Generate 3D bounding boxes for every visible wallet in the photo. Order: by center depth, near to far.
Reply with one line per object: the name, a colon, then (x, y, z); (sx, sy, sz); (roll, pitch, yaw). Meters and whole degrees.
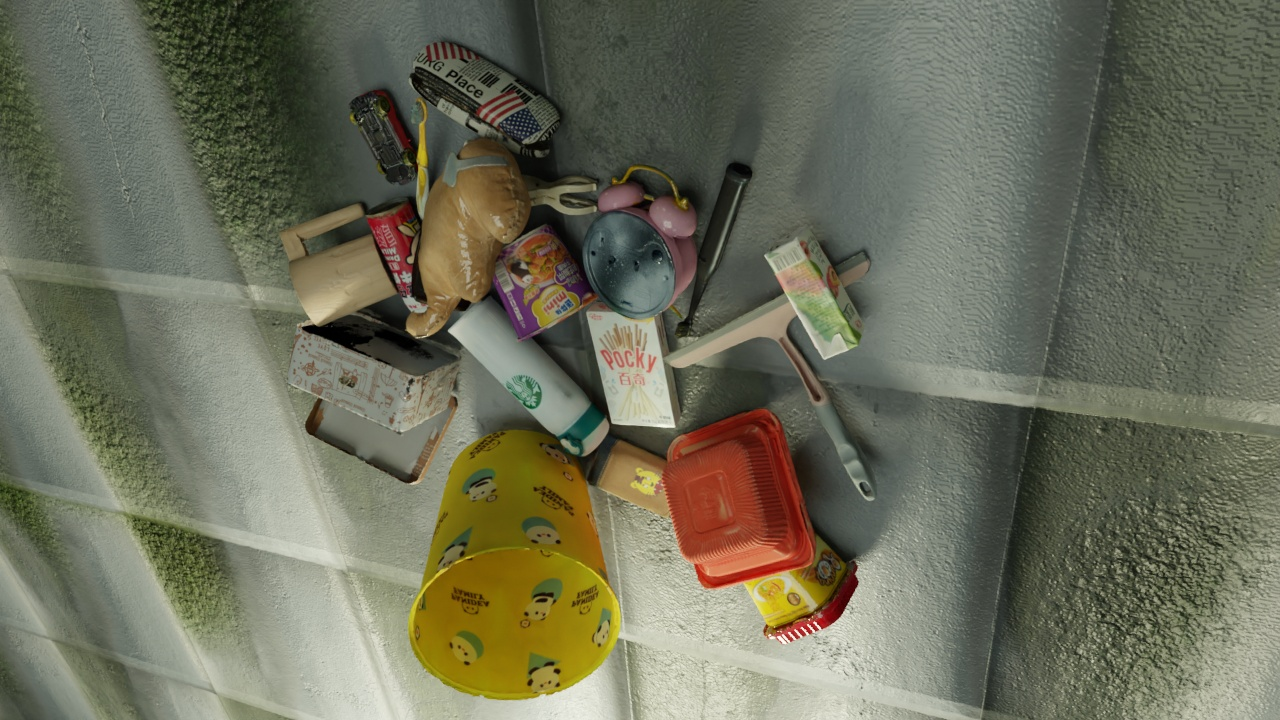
wallet: (-0.005, 0.148, 1.159); (0.115, 0.033, 0.090); (23, 127, 5)

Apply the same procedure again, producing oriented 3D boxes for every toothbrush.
toothbrush: (0.071, -0.106, 0.957); (0.026, 0.027, 0.213); (43, 134, 29)
toothbrush: (-0.241, -0.213, 1.003); (0.016, 0.018, 0.192); (31, 148, 7)

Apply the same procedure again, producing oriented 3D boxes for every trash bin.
trash bin: (-0.149, 0.229, 1.102); (0.229, 0.255, 0.230); (-3, 120, -5)

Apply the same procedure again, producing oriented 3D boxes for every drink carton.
drink carton: (0.170, -0.065, 0.895); (0.046, 0.053, 0.122); (-26, 101, 29)

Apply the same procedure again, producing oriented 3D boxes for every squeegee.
squeegee: (0.190, 0.042, 0.986); (0.248, 0.040, 0.249); (-27, 100, 27)

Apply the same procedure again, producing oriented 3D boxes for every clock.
clock: (0.003, -0.123, 0.946); (0.117, 0.059, 0.159); (22, 126, 29)

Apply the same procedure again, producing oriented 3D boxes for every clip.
clip: (-0.093, -0.177, 0.976); (0.097, 0.061, 0.034); (7, 124, 8)

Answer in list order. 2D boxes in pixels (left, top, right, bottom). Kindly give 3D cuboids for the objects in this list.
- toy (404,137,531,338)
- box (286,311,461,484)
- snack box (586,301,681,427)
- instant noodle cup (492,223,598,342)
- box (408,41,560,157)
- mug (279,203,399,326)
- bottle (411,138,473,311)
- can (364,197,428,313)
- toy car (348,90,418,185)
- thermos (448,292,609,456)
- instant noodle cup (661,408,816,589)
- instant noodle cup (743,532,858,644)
toy: (-0.187, -0.123, 0.947); (0.082, 0.143, 0.227); (10, 134, -33)
box: (-0.349, 0.058, 1.175); (0.183, 0.156, 0.192); (22, 105, 11)
snack box: (-0.006, 0.006, 1.068); (0.085, 0.026, 0.157); (2, 122, 24)
instant noodle cup: (-0.112, -0.089, 1.010); (0.112, 0.111, 0.099); (-24, 99, 35)
box: (-0.157, -0.271, 0.932); (0.163, 0.074, 0.081); (35, 120, 4)
mug: (-0.361, -0.116, 1.100); (0.103, 0.084, 0.124); (-22, 86, -5)
bottle: (-0.203, -0.150, 1.027); (0.079, 0.044, 0.195); (12, 119, -18)
can: (-0.275, -0.123, 1.091); (0.053, 0.053, 0.133); (-5, 119, 27)
toy car: (-0.283, -0.248, 1.026); (0.049, 0.031, 0.106); (-10, 115, 31)
thermos: (-0.130, 0.023, 1.106); (0.224, 0.073, 0.073); (47, 128, -9)
instant noodle cup: (0.098, 0.157, 1.038); (0.165, 0.079, 0.188); (-26, 70, 34)
instant noodle cup: (0.178, 0.252, 1.096); (0.116, 0.115, 0.123); (-37, 90, 37)
